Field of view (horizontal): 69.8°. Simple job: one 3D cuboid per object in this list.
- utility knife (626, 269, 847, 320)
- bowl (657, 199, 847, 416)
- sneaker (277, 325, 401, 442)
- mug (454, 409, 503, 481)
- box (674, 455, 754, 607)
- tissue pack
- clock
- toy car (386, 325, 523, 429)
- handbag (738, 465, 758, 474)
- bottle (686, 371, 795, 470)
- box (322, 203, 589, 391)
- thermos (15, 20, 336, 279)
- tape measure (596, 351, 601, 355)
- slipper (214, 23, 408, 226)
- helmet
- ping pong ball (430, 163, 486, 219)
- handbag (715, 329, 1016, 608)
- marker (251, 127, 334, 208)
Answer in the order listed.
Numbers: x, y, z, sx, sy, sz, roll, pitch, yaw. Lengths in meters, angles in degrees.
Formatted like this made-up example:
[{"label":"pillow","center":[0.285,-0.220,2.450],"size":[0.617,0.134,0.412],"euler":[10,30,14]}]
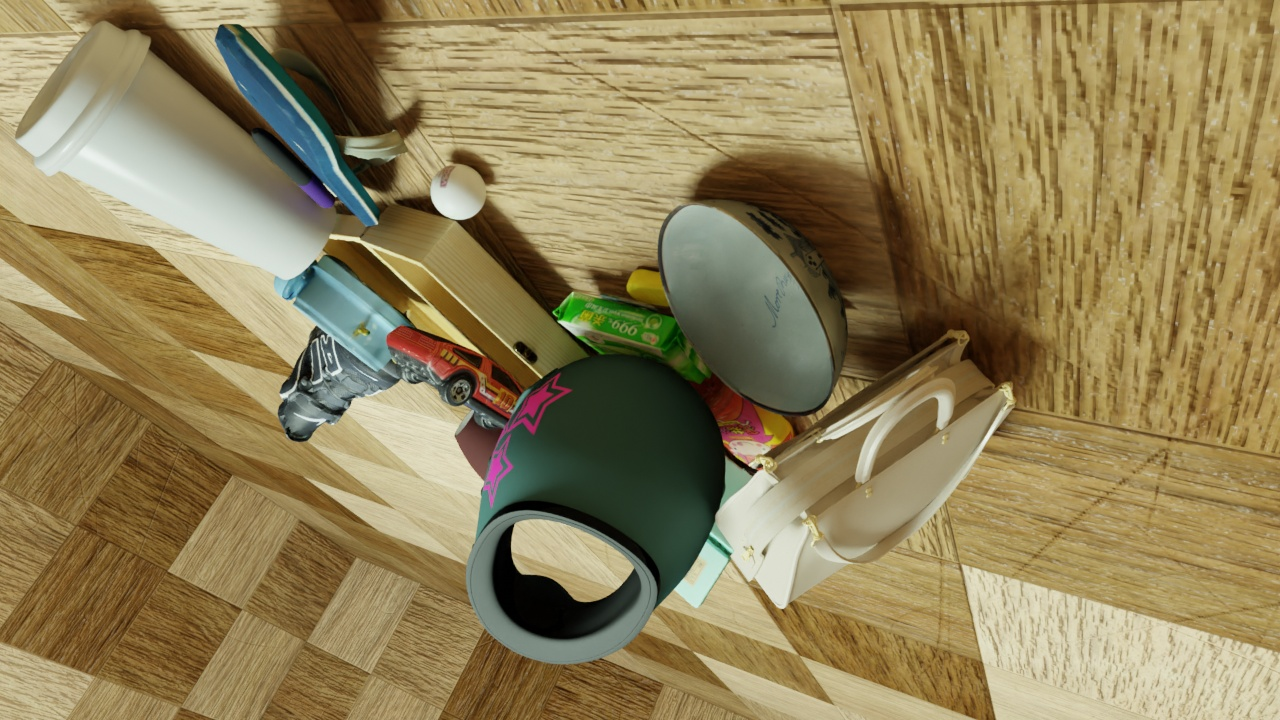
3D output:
[{"label":"utility knife","center":[0.065,-0.044,0.659],"size":[0.173,0.020,0.029],"euler":[12,155,32]},{"label":"bowl","center":[0.080,-0.042,0.574],"size":[0.151,0.056,0.151],"euler":[43,153,28]},{"label":"sneaker","center":[-0.348,0.027,1.036],"size":[0.097,0.150,0.253],"euler":[35,165,-26]},{"label":"mug","center":[-0.156,0.086,1.019],"size":[0.088,0.113,0.087],"euler":[37,114,-15]},{"label":"box","center":[0.017,0.123,0.858],"size":[0.187,0.139,0.052],"euler":[36,-177,21]},{"label":"tissue pack","center":[-0.003,-0.019,0.742],"size":[0.114,0.034,0.099],"euler":[17,169,26]},{"label":"clock","center":[-0.285,-0.051,0.881],"size":[0.162,0.060,0.118],"euler":[31,167,27]},{"label":"toy car","center":[-0.148,0.029,0.842],"size":[0.082,0.056,0.189],"euler":[22,166,41]},{"label":"handbag","center":[0.001,0.135,0.984],"size":[0.199,0.102,0.198],"euler":[18,160,-21]},{"label":"bottle","center":[0.096,0.060,0.802],"size":[0.072,0.048,0.134],"euler":[-5,142,49]},{"label":"box","center":[-0.165,-0.041,0.849],"size":[0.254,0.068,0.247],"euler":[10,151,45]},{"label":"thermos","center":[-0.369,-0.159,0.758],"size":[0.132,0.131,0.221],"euler":[2,154,43]},{"label":"tape measure","center":[-0.005,0.005,0.829],"size":[0.060,0.020,0.062],"euler":[15,153,25]},{"label":"slipper","center":[-0.220,-0.167,0.635],"size":[0.118,0.060,0.295],"euler":[43,172,-7]},{"label":"helmet","center":[-0.035,0.108,0.733],"size":[0.176,0.199,0.276],"euler":[26,136,-2]},{"label":"ping pong ball","center":[-0.134,-0.124,0.674],"size":[0.040,0.040,0.040],"euler":[22,156,10]},{"label":"handbag","center":[0.149,0.058,0.584],"size":[0.101,0.194,0.198],"euler":[53,162,22]},{"label":"marker","center":[-0.277,-0.154,0.735],"size":[0.015,0.018,0.134],"euler":[-14,167,1]}]
